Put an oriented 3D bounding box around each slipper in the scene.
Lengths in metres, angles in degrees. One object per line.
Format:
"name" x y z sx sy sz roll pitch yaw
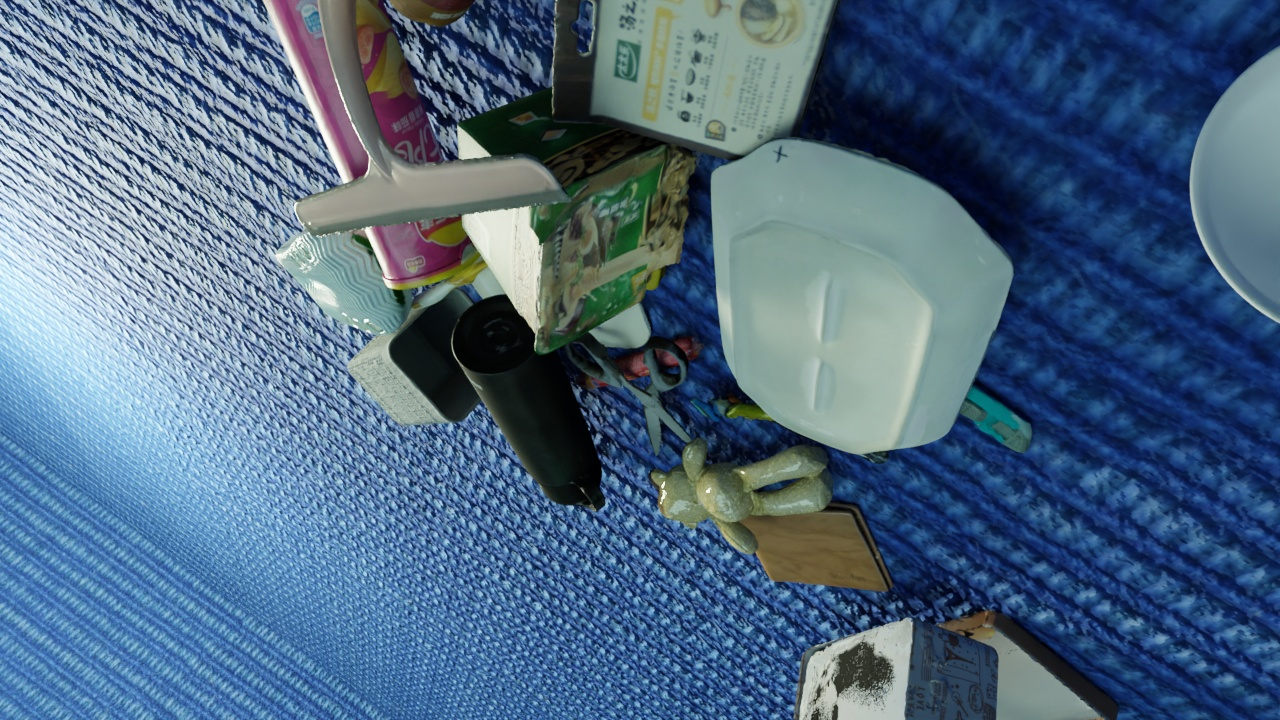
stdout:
"slipper" -0.243 -0.081 0.776 0.104 0.074 0.246 54 158 -24

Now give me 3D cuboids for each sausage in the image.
"sausage" -0.004 0.004 0.706 0.156 0.020 0.020 -17 119 50

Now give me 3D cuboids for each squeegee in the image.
"squeegee" -0.150 -0.193 0.476 0.248 0.040 0.250 2 103 44

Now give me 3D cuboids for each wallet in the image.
"wallet" 0.138 0.149 0.749 0.115 0.020 0.101 -2 131 40

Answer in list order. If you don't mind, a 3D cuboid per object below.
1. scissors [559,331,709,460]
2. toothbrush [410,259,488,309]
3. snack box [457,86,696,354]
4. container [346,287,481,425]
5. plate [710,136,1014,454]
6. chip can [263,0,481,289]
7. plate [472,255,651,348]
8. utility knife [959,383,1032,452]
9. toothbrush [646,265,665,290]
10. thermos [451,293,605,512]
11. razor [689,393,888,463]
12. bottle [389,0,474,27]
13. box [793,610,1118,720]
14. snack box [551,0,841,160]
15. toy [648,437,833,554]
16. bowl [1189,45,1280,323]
"scissors" 0.005 0.028 0.700 0.159 0.014 0.176 29 149 -9
"toothbrush" -0.130 -0.059 0.687 0.018 0.016 0.192 44 148 -22
"snack box" -0.048 -0.093 0.535 0.105 0.117 0.118 41 145 27
"container" -0.189 0.002 0.808 0.115 0.090 0.090 -12 122 52
"plate" 0.109 -0.015 0.521 0.162 0.034 0.266 23 155 18
"chip can" -0.173 -0.154 0.594 0.071 0.071 0.211 4 123 39
"plate" -0.079 -0.068 0.676 0.164 0.034 0.164 11 137 34
"utility knife" 0.173 0.008 0.558 0.157 0.013 0.029 35 145 4
"toothbrush" 0.017 -0.113 0.556 0.016 0.016 0.190 28 143 15
"thermos" -0.073 0.049 0.735 0.090 0.068 0.243 39 163 29
"razor" 0.107 0.045 0.652 0.143 0.022 0.042 15 170 23
"bottle" -0.077 -0.237 0.457 0.057 0.057 0.175 47 144 -14
"box" 0.244 0.296 0.730 0.193 0.156 0.184 23 149 -9
"snack box" 0.026 -0.158 0.442 0.126 0.053 0.113 18 142 6
"toy" 0.077 0.097 0.710 0.158 0.066 0.105 -16 113 42
"bowl" 0.264 -0.059 0.344 0.118 0.118 0.064 25 -177 17
